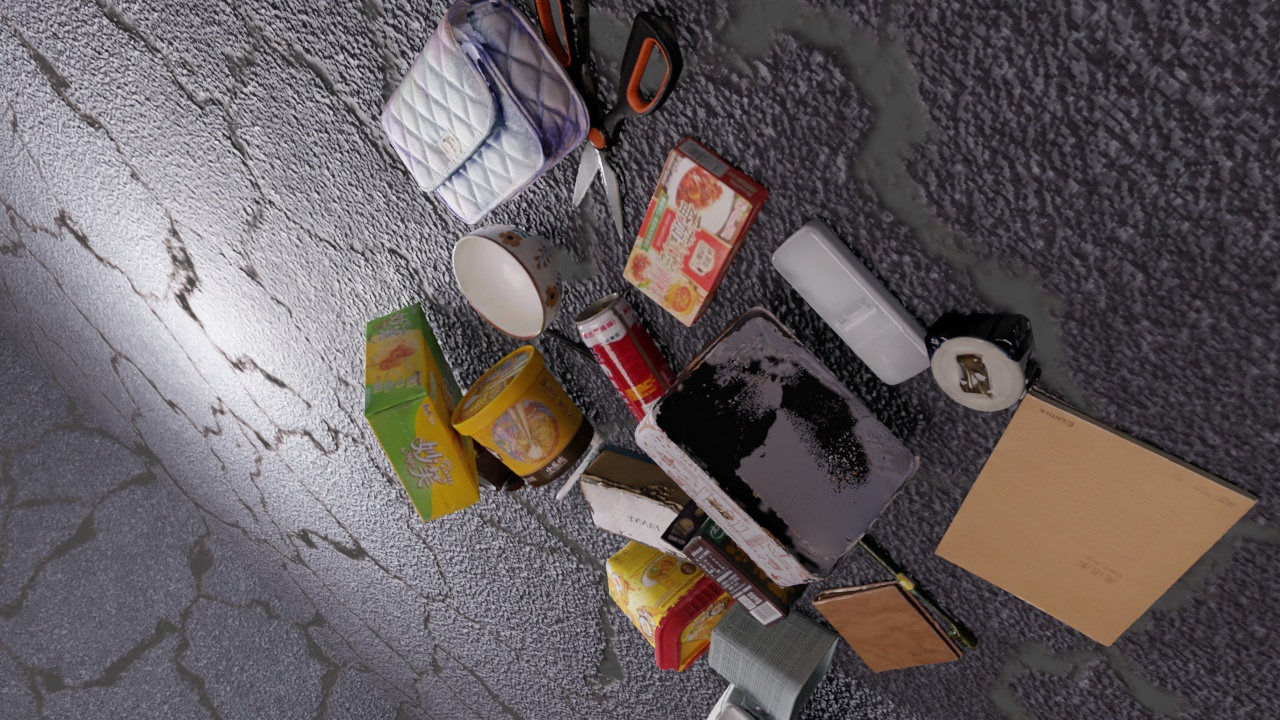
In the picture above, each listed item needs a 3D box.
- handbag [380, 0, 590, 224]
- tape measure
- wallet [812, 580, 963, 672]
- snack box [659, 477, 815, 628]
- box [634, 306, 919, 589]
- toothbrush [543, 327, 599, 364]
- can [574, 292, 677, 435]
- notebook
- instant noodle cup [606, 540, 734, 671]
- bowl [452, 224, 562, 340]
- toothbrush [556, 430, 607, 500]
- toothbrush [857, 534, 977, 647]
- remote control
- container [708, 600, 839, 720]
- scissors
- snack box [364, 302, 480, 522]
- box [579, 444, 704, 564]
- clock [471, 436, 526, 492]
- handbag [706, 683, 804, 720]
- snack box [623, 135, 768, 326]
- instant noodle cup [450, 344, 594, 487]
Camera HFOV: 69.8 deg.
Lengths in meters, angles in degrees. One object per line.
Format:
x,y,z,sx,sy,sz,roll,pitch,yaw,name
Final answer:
-0.133,-0.194,0.742,0.134,0.075,0.194,55,149,-9,handbag
0.233,0.001,0.621,0.066,0.033,0.066,3,127,46,tape measure
0.237,0.258,0.890,0.101,0.020,0.116,48,142,-7,wallet
0.103,0.159,0.841,0.125,0.113,0.053,42,144,3,snack box
0.094,0.071,0.749,0.183,0.156,0.194,45,159,4,box
-0.065,-0.012,0.924,0.181,0.018,0.016,27,138,21,toothbrush
-0.005,0.005,0.846,0.053,0.053,0.133,-13,116,50,can
0.319,0.123,0.677,0.149,0.012,0.212,29,142,20,notebook
0.031,0.261,1.030,0.124,0.115,0.116,36,146,33,instant noodle cup
-0.115,-0.082,0.862,0.113,0.062,0.114,26,139,24,bowl
-0.073,0.125,1.070,0.016,0.016,0.181,48,145,10,toothbrush
0.233,0.195,0.835,0.186,0.012,0.017,43,152,2,toothbrush
0.156,-0.041,0.666,0.136,0.020,0.056,46,144,-1,remote control
0.138,0.313,0.986,0.111,0.089,0.090,29,142,25,container
-0.032,-0.197,0.704,0.211,0.021,0.222,54,150,-8,scissors
-0.246,0.053,1.029,0.210,0.070,0.158,-115,5,-57,snack box
0.013,0.152,0.976,0.184,0.059,0.090,16,135,37,box
-0.188,0.128,1.143,0.082,0.055,0.122,11,152,35,clock
0.142,0.440,1.037,0.145,0.098,0.197,36,179,13,handbag
0.039,-0.097,0.723,0.075,0.025,0.153,39,144,10,snack box
-0.120,0.063,0.976,0.114,0.118,0.119,48,146,-19,instant noodle cup
